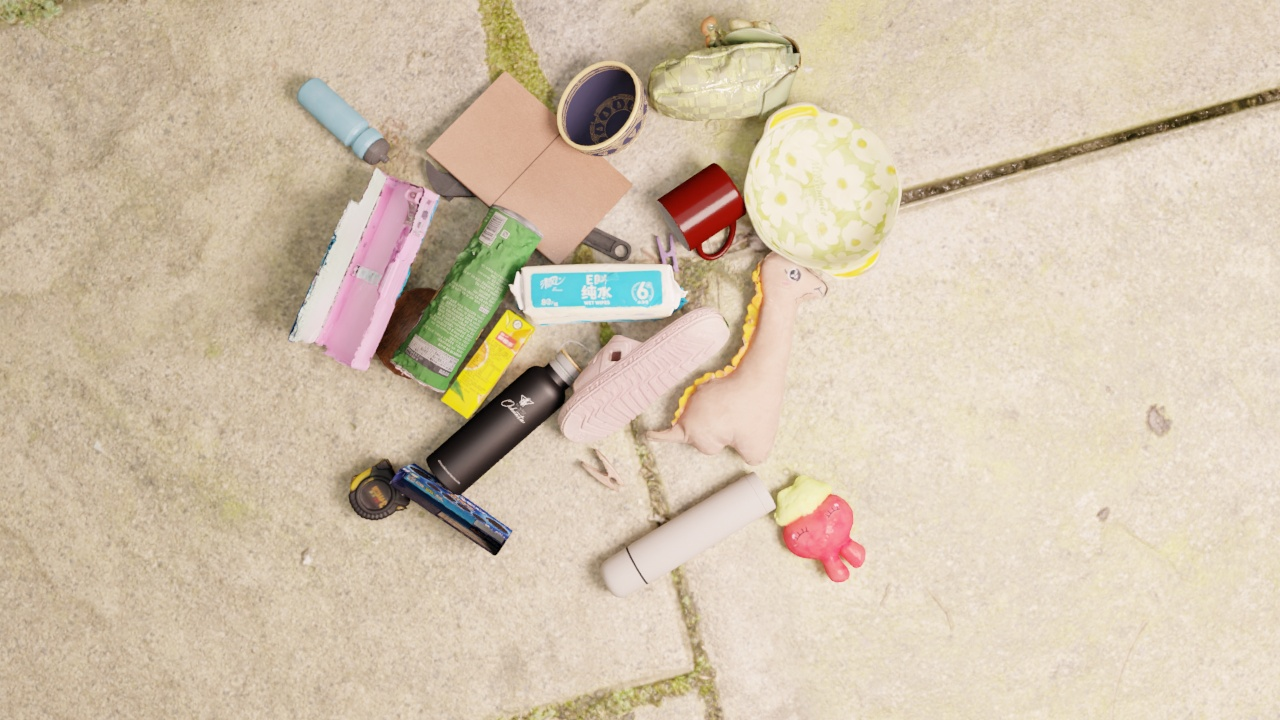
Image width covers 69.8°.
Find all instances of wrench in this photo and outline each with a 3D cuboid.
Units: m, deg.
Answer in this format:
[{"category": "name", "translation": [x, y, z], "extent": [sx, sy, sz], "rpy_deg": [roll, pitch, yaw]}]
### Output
[{"category": "wrench", "translation": [-0.136, -0.188, 1.125], "extent": [0.273, 0.018, 0.073], "rpy_deg": [26, 89, -2]}]

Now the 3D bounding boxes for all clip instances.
[{"category": "clip", "translation": [-0.050, 0.141, 1.123], "extent": [0.043, 0.025, 0.061], "rpy_deg": [-36, 94, -1]}, {"category": "clip", "translation": [0.031, -0.130, 1.130], "extent": [0.036, 0.013, 0.053], "rpy_deg": [-26, 93, 0]}]

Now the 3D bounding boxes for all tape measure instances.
[{"category": "tape measure", "translation": [-0.319, 0.162, 1.113], "extent": [0.062, 0.038, 0.067], "rpy_deg": [-30, 94, -9]}]

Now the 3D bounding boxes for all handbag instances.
[{"category": "handbag", "translation": [0.098, -0.347, 1.084], "extent": [0.186, 0.113, 0.117], "rpy_deg": [-6, 83, 0]}]

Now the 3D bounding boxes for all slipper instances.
[{"category": "slipper", "translation": [-0.006, 0.006, 1.087], "extent": [0.239, 0.094, 0.064], "rpy_deg": [-36, 54, 11]}]

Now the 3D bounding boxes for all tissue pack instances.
[{"category": "tissue pack", "translation": [-0.045, -0.077, 1.077], "extent": [0.209, 0.117, 0.066], "rpy_deg": [-1, 87, -2]}]

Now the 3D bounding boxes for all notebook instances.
[{"category": "notebook", "translation": [-0.133, -0.233, 1.116], "extent": [0.209, 0.008, 0.141], "rpy_deg": [41, 79, -1]}]

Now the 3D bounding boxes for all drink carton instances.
[{"category": "drink carton", "translation": [-0.180, 0.004, 1.103], "extent": [0.043, 0.058, 0.134], "rpy_deg": [36, 89, -3]}]

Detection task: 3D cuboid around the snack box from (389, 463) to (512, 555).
[{"category": "snack box", "translation": [-0.222, 0.176, 1.092], "extent": [0.150, 0.082, 0.027], "rpy_deg": [35, 87, -2]}]

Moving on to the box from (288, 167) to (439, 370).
[{"category": "box", "translation": [-0.332, -0.113, 1.072], "extent": [0.085, 0.096, 0.230], "rpy_deg": [23, 90, 34]}]

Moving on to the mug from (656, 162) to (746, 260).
[{"category": "mug", "translation": [0.081, -0.172, 1.108], "extent": [0.082, 0.073, 0.106], "rpy_deg": [-34, 119, -1]}]

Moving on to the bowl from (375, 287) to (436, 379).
[{"category": "bowl", "translation": [-0.266, -0.033, 1.117], "extent": [0.114, 0.026, 0.102], "rpy_deg": [-41, 91, 1]}]

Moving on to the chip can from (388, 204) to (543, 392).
[{"category": "chip can", "translation": [-0.200, -0.074, 1.065], "extent": [0.075, 0.075, 0.223], "rpy_deg": [33, 91, -1]}]

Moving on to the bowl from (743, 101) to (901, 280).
[{"category": "bowl", "translation": [0.212, -0.198, 1.104], "extent": [0.188, 0.060, 0.219], "rpy_deg": [-23, 88, -7]}]

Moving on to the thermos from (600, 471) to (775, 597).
[{"category": "thermos", "translation": [0.055, 0.213, 1.110], "extent": [0.224, 0.052, 0.052], "rpy_deg": [-31, 91, -1]}]

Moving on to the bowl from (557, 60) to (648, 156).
[{"category": "bowl", "translation": [-0.036, -0.292, 1.098], "extent": [0.113, 0.061, 0.112], "rpy_deg": [-8, 72, 28]}]

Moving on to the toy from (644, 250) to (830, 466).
[{"category": "toy", "translation": [0.119, -0.009, 1.108], "extent": [0.196, 0.065, 0.264], "rpy_deg": [9, 87, -2]}]

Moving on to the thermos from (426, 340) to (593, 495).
[{"category": "thermos", "translation": [-0.150, 0.063, 1.102], "extent": [0.231, 0.061, 0.061], "rpy_deg": [-41, 91, -1]}]

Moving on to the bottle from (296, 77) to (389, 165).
[{"category": "bottle", "translation": [-0.354, -0.285, 1.109], "extent": [0.130, 0.040, 0.040], "rpy_deg": [42, 89, -1]}]

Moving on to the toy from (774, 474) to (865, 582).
[{"category": "toy", "translation": [0.219, 0.205, 1.117], "extent": [0.091, 0.045, 0.135], "rpy_deg": [-32, 85, 1]}]
